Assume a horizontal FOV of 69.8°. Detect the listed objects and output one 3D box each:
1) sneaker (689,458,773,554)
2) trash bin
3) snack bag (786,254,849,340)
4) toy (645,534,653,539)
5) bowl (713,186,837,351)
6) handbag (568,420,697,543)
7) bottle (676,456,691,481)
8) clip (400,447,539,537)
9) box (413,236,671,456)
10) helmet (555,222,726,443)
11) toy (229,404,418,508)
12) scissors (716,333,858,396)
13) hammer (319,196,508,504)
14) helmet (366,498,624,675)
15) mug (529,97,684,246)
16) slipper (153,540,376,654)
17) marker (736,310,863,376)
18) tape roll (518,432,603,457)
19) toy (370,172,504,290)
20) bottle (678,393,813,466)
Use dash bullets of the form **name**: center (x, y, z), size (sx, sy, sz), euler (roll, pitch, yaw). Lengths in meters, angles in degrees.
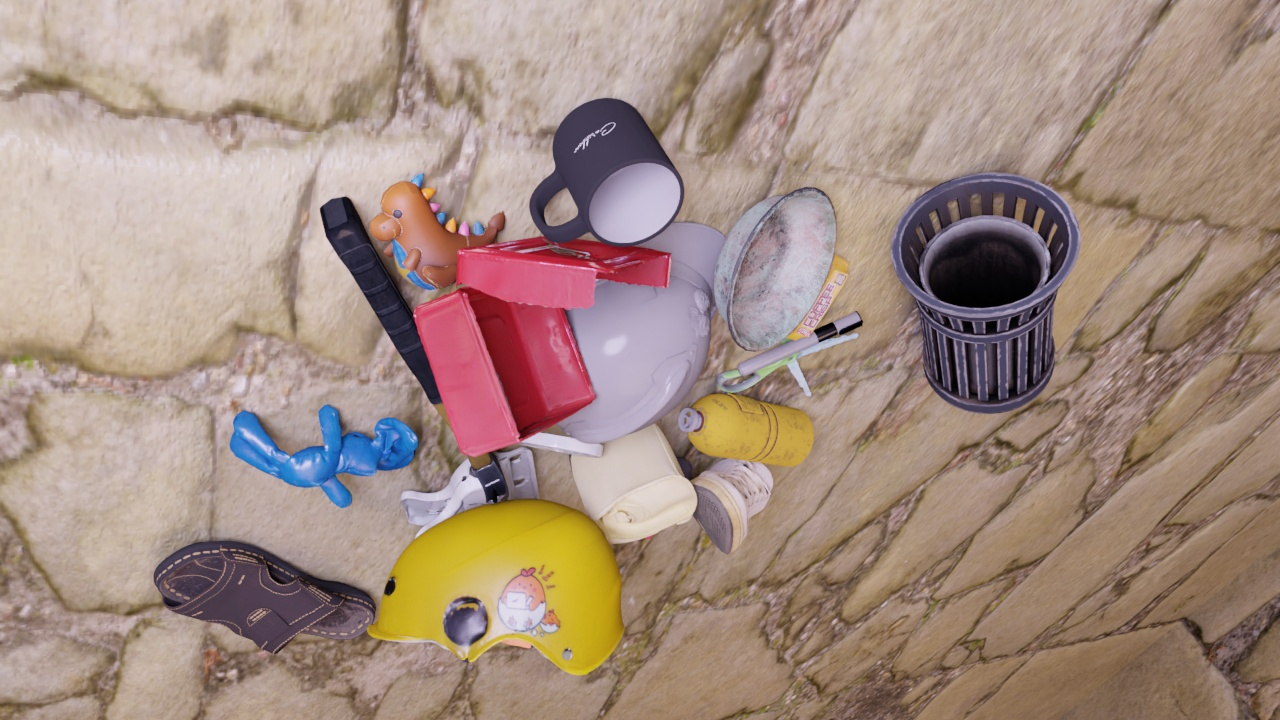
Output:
- **sneaker**: center (0.109, 0.155, 1.045), size (0.102, 0.089, 0.242), euler (-33, 173, -5)
- **trash bin**: center (0.355, -0.054, 0.947), size (0.164, 0.164, 0.227), euler (-29, 144, 3)
- **snack bag**: center (0.181, -0.062, 0.940), size (0.026, 0.020, 0.099), euler (16, 113, -38)
- **toy**: center (0.001, 0.185, 1.108), size (0.084, 0.046, 0.104), euler (-24, 148, -34)
- **bowl**: center (0.118, -0.087, 0.840), size (0.157, 0.038, 0.158), euler (-30, 135, -35)
- **handbag**: center (-0.012, 0.122, 0.970), size (0.111, 0.119, 0.081), euler (-25, 133, -2)
- **bottle**: center (0.006, 0.132, 1.056), size (0.109, 0.036, 0.036), euler (-2, 135, -26)
- **clip**: center (-0.175, 0.152, 0.967), size (0.142, 0.072, 0.125), euler (-22, 142, -17)
- **box**: center (-0.079, -0.013, 0.721), size (0.156, 0.154, 0.168), euler (-27, 130, -66)
- **helmet**: center (-0.005, 0.005, 0.847), size (0.271, 0.117, 0.183), euler (-40, 138, 14)
- **toy**: center (-0.276, 0.081, 0.832), size (0.176, 0.071, 0.113), euler (7, 142, -33)
- **scissors**: center (0.163, -0.006, 1.005), size (0.171, 0.022, 0.174), euler (-20, 135, -10)
- **hammer**: center (-0.181, 0.007, 0.779), size (0.025, 0.117, 0.333), euler (-25, 135, -6)
- **helmet**: center (-0.129, 0.198, 0.869), size (0.240, 0.139, 0.209), euler (7, 174, -1)
- **mug**: center (-0.033, -0.135, 0.704), size (0.114, 0.088, 0.078), euler (-32, 140, 7)
- **slipper**: center (-0.383, 0.259, 0.959), size (0.113, 0.075, 0.268), euler (-36, 139, 11)
- **marker**: center (0.169, -0.017, 0.975), size (0.140, 0.016, 0.016), euler (-24, 140, -1)
- **tape roll**: center (-0.084, 0.084, 0.928), size (0.093, 0.013, 0.093), euler (10, 172, 1)
- **toy**: center (-0.155, -0.107, 0.715), size (0.102, 0.071, 0.090), euler (-38, 131, -21)
- **bottle**: center (0.113, 0.075, 1.025), size (0.163, 0.071, 0.071), euler (12, 127, -37)
